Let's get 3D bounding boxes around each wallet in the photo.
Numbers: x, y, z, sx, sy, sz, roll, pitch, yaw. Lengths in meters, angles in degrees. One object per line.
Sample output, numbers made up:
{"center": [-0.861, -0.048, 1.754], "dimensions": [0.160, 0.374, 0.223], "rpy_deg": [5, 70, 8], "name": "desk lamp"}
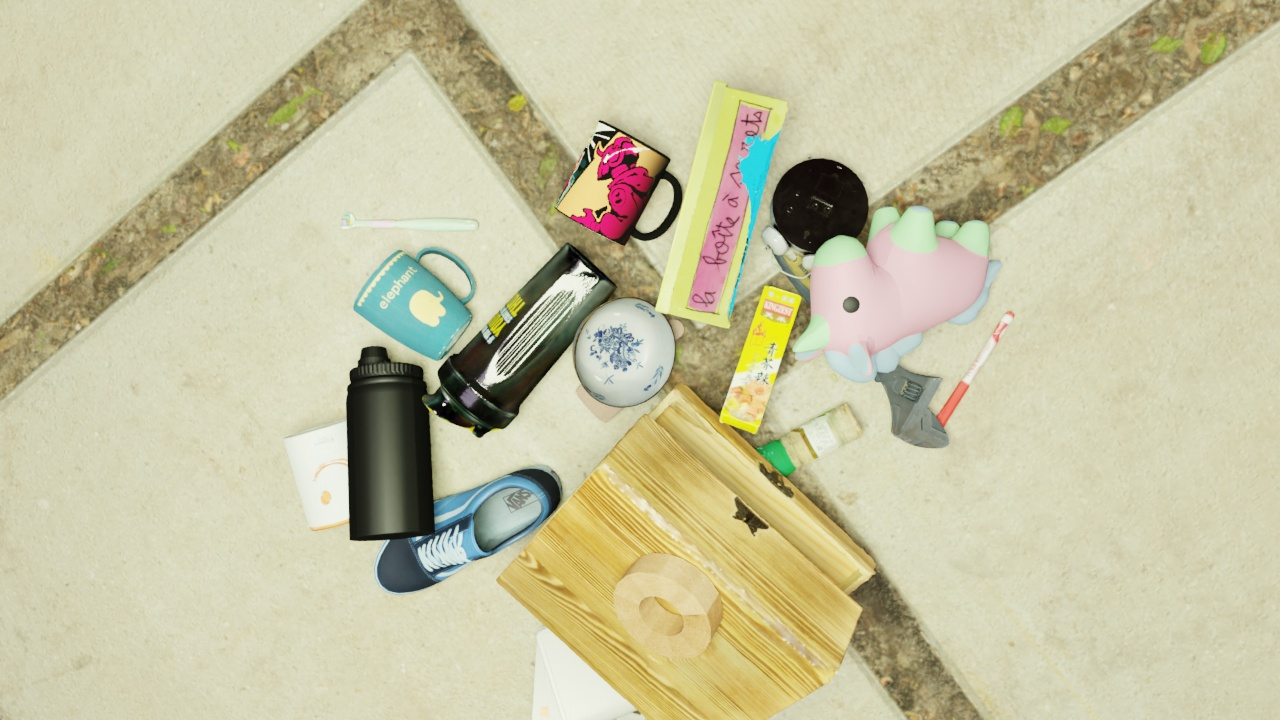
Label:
{"center": [-0.071, 0.336, 0.989], "dimensions": [0.115, 0.037, 0.118], "rpy_deg": [-18, 71, -11], "name": "wallet"}

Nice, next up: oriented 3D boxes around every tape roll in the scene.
{"center": [0.024, 0.215, 0.802], "dimensions": [0.094, 0.027, 0.094], "rpy_deg": [14, 123, 23], "name": "tape roll"}

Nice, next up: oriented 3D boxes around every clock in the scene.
{"center": [0.171, -0.140, 0.915], "dimensions": [0.094, 0.035, 0.122], "rpy_deg": [26, 87, 2], "name": "clock"}

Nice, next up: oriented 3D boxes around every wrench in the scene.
{"center": [0.226, -0.020, 0.939], "dimensions": [0.073, 0.022, 0.273], "rpy_deg": [-40, 88, 7], "name": "wrench"}

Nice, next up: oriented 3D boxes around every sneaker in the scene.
{"center": [-0.199, 0.187, 0.987], "dimensions": [0.241, 0.098, 0.083], "rpy_deg": [-29, 93, 10], "name": "sneaker"}

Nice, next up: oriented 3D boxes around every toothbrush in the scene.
{"center": [-0.250, -0.148, 0.993], "dimensions": [0.155, 0.015, 0.022], "rpy_deg": [3, 63, 8], "name": "toothbrush"}

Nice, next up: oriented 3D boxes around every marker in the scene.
{"center": [0.339, 0.012, 0.936], "dimensions": [0.013, 0.012, 0.142], "rpy_deg": [31, 100, 3], "name": "marker"}

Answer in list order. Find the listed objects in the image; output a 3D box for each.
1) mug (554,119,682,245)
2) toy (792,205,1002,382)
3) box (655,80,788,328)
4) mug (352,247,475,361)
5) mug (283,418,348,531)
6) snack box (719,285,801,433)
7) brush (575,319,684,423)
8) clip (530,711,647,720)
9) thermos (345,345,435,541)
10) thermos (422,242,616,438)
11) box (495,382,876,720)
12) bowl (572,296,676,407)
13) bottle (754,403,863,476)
{"center": [-0.013, -0.172, 0.932], "dimensions": [0.118, 0.082, 0.098], "rpy_deg": [24, 101, -24], "name": "mug"}
{"center": [0.251, -0.059, 0.879], "dimensions": [0.222, 0.120, 0.171], "rpy_deg": [8, 95, -24], "name": "toy"}
{"center": [0.078, -0.149, 0.896], "dimensions": [0.079, 0.124, 0.221], "rpy_deg": [13, 100, 3], "name": "box"}
{"center": [-0.227, -0.065, 0.974], "dimensions": [0.104, 0.085, 0.112], "rpy_deg": [38, 72, -5], "name": "mug"}
{"center": [-0.336, 0.123, 1.006], "dimensions": [0.082, 0.082, 0.105], "rpy_deg": [-15, 94, 9], "name": "mug"}
{"center": [0.121, -0.002, 0.924], "dimensions": [0.040, 0.029, 0.147], "rpy_deg": [19, 72, 6], "name": "snack box"}
{"center": [-0.006, 0.006, 0.983], "dimensions": [0.136, 0.015, 0.050], "rpy_deg": [-43, 86, 5], "name": "brush"}
{"center": [-0.063, 0.422, 1.017], "dimensions": [0.126, 0.101, 0.152], "rpy_deg": [15, 85, 6], "name": "clip"}
{"center": [-0.265, 0.086, 0.969], "dimensions": [0.086, 0.086, 0.198], "rpy_deg": [-8, 76, 8], "name": "thermos"}
{"center": [-0.122, -0.018, 0.958], "dimensions": [0.098, 0.098, 0.221], "rpy_deg": [42, 95, 1], "name": "thermos"}
{"center": [0.043, 0.215, 0.925], "dimensions": [0.279, 0.191, 0.252], "rpy_deg": [41, 127, 1], "name": "box"}
{"center": [-0.024, -0.012, 0.942], "dimensions": [0.114, 0.045, 0.114], "rpy_deg": [-6, 103, -25], "name": "bowl"}
{"center": [0.174, 0.086, 0.953], "dimensions": [0.111, 0.043, 0.043], "rpy_deg": [-29, 93, 9], "name": "bottle"}
